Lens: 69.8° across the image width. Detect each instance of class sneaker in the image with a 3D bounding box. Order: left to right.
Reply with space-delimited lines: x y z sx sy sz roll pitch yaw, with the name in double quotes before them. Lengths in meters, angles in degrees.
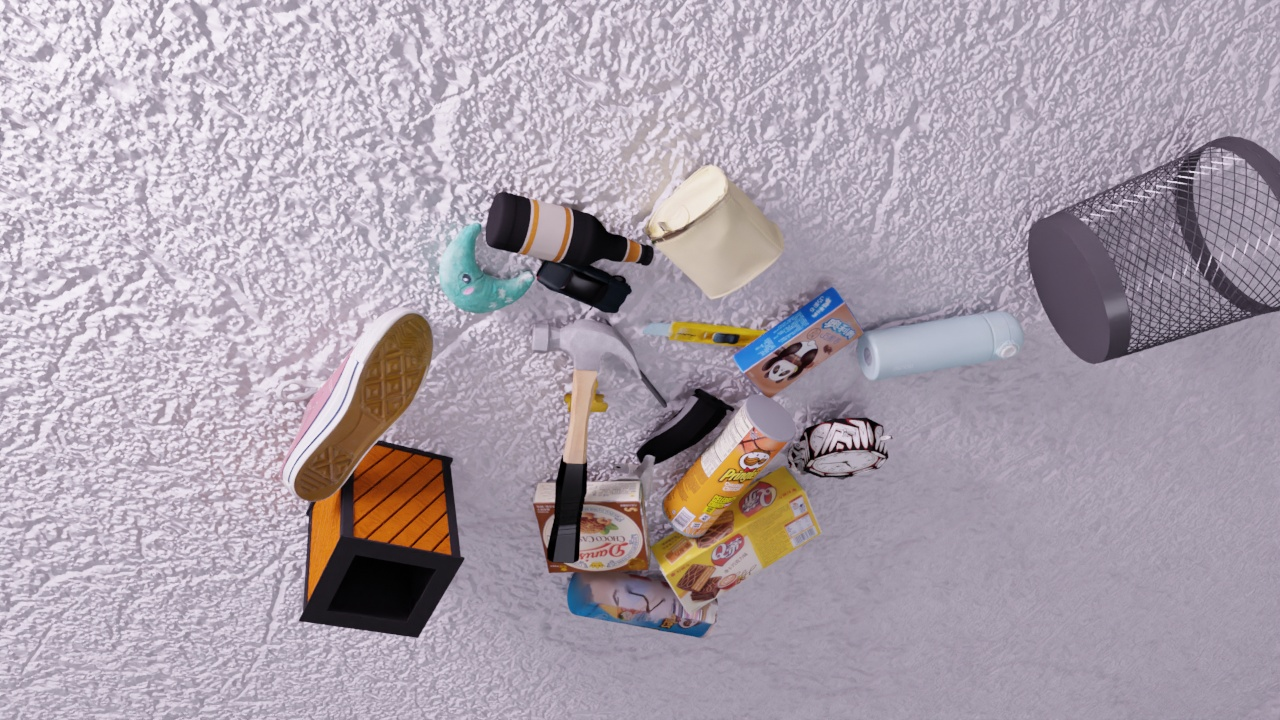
"sneaker" -0.322 0.040 1.021 0.241 0.088 0.118 -55 137 -4

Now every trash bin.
"trash bin" -0.310 0.207 1.094 0.139 0.171 0.140 18 119 -27
"trash bin" 0.622 -0.123 1.104 0.227 0.217 0.218 -21 129 4

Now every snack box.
"snack box" -0.063 0.227 1.243 0.143 0.041 0.147 -2 129 6
"snack box" 0.138 0.257 1.316 0.230 0.061 0.110 -31 130 -3
"snack box" 0.199 -0.020 1.151 0.151 0.034 0.087 -36 143 10

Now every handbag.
"handbag" 0.080 -0.141 1.013 0.111 0.081 0.119 -37 129 21

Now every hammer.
"hammer" -0.079 0.107 1.127 0.131 0.039 0.329 4 114 -9

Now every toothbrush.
"toothbrush" -0.007 0.007 1.136 0.013 0.012 0.167 -27 129 14

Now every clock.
"clock" 0.268 0.121 1.272 0.114 0.065 0.155 9 151 -24

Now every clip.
"clip" -0.067 0.040 1.142 0.054 0.045 0.049 2 82 -17
"clip" -0.009 0.149 1.231 0.058 0.049 0.102 15 146 5

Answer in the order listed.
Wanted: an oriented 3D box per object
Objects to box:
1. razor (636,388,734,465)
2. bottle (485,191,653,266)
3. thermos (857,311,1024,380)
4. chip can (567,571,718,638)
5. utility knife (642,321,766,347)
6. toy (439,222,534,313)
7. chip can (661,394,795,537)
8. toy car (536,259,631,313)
"razor" 0.051 0.092 1.190 0.057 0.060 0.156 30 117 -27
"bottle" -0.071 -0.131 0.984 0.181 0.059 0.059 11 122 -23
"thermos" 0.393 -0.020 1.197 0.206 0.077 0.065 -9 124 -8
"chip can" 0.007 0.360 1.368 0.229 0.079 0.080 19 119 -28
"utility knife" 0.087 -0.031 1.137 0.179 0.017 0.030 6 116 -17
"toy" -0.176 -0.092 1.002 0.085 0.033 0.105 -43 126 3
"chip can" 0.113 0.142 1.211 0.075 0.075 0.216 15 130 -26
"toy car" -0.063 -0.086 1.036 0.112 0.034 0.046 21 117 -29
